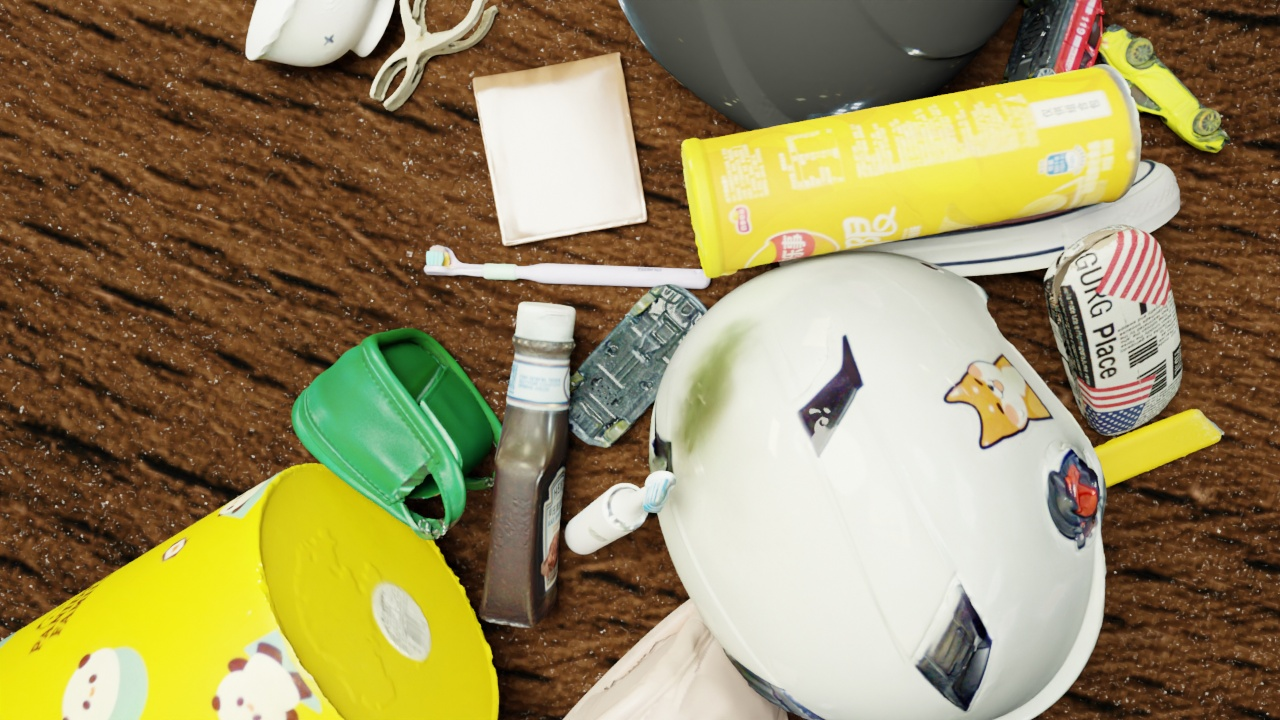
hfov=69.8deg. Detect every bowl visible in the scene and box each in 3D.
[{"bbox_3d":[-0.198,-0.233,0.588,0.064,0.118,0.118,20,91,-36],"label":"bowl"}]

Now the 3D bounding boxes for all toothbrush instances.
[{"bbox_3d":[-0.048,-0.061,0.611,0.189,0.029,0.021,4,130,1],"label":"toothbrush"},{"bbox_3d":[-0.014,0.086,0.511,0.026,0.221,0.026,20,70,-7],"label":"toothbrush"}]

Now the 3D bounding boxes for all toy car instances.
[{"bbox_3d":[0.328,-0.169,0.582,0.105,0.048,0.032,46,119,2],"label":"toy car"},{"bbox_3d":[0.262,-0.198,0.582,0.045,0.053,0.120,13,96,-14],"label":"toy car"},{"bbox_3d":[-0.003,0.003,0.601,0.054,0.036,0.121,44,101,3],"label":"toy car"}]

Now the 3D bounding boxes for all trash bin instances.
[{"bbox_3d":[-0.234,0.200,0.499,0.255,0.229,0.229,-35,88,8],"label":"trash bin"}]

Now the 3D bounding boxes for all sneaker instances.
[{"bbox_3d":[0.201,-0.104,0.560,0.241,0.118,0.088,-8,109,8],"label":"sneaker"}]

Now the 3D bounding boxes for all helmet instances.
[{"bbox_3d":[0.085,-0.249,0.505,0.232,0.231,0.274,-25,55,-31],"label":"helmet"},{"bbox_3d":[0.097,0.070,0.476,0.231,0.156,0.273,-28,69,39],"label":"helmet"}]

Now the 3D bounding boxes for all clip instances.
[{"bbox_3d":[-0.148,-0.224,0.609,0.102,0.035,0.095,-28,93,10],"label":"clip"}]

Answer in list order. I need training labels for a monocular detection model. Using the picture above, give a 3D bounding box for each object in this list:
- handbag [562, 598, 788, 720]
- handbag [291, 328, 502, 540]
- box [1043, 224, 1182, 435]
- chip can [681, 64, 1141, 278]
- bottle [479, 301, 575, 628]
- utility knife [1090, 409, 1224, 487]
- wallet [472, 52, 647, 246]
[{"bbox_3d":[-0.032,0.241,0.532,0.234,0.193,0.093,-34,82,10],"label":"handbag"},{"bbox_3d":[-0.139,0.043,0.559,0.068,0.131,0.120,-39,91,5],"label":"handbag"},{"bbox_3d":[0.283,-0.016,0.549,0.069,0.052,0.164,-20,130,18],"label":"box"},{"bbox_3d":[0.130,-0.096,0.465,0.213,0.072,0.072,-11,89,3],"label":"chip can"},{"bbox_3d":[-0.067,0.062,0.573,0.044,0.079,0.195,7,97,7],"label":"bottle"},{"bbox_3d":[0.303,0.070,0.596,0.156,0.015,0.033,-22,95,1],"label":"utility knife"},{"bbox_3d":[-0.053,-0.140,0.612,0.101,0.020,0.115,-9,92,2],"label":"wallet"}]
